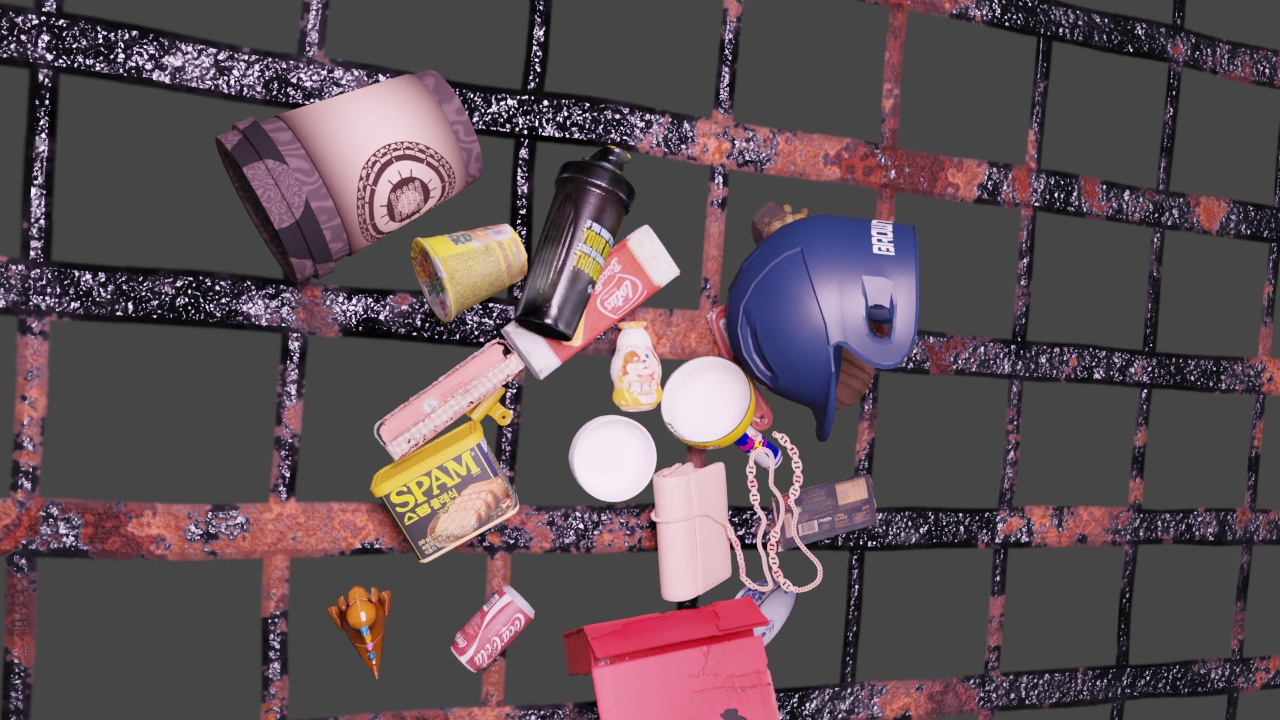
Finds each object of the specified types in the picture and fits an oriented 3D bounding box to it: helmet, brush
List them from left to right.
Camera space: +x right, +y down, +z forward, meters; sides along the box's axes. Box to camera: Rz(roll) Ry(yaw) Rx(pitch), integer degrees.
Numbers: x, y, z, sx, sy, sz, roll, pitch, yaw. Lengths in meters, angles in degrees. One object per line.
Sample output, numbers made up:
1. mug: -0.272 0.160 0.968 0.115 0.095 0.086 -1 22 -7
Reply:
1. brush: 0.128 0.010 1.187 0.041 0.030 0.172 -24 99 -17
2. helmet: 0.213 -0.038 1.101 0.223 0.231 0.272 0 106 15

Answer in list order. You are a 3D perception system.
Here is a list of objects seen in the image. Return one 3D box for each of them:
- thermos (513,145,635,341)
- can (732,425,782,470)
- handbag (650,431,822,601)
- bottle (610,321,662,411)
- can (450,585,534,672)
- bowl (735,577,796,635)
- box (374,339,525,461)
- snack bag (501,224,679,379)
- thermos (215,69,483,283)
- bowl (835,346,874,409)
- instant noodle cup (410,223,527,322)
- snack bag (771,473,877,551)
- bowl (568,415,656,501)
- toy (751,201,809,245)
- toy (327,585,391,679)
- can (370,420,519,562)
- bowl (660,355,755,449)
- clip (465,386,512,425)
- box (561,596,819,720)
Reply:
1. thermos: -0.076 -0.135 1.057 0.098 0.098 0.220 23 78 -19
2. can: 0.143 0.105 1.197 0.095 0.032 0.032 39 80 -17
3. handbag: 0.106 0.194 1.105 0.116 0.188 0.199 -10 97 -59
4. bottle: -0.007 0.007 1.124 0.063 0.063 0.109 -6 94 -19
5. can: -0.175 0.318 1.088 0.096 0.054 0.054 -45 106 -12
6. bowl: 0.149 0.325 1.193 0.114 0.045 0.114 -30 136 -34
7. box: -0.218 0.042 1.051 0.186 0.078 0.054 -38 144 -15
8. snack bag: -0.057 -0.072 1.115 0.225 0.041 0.077 -38 102 -12
9. thermos: -0.296 -0.202 0.964 0.225 0.173 0.173 -31 102 -22
10. bowl: 0.271 0.009 1.236 0.119 0.032 0.119 -1 93 -19
11. instant noodle cup: -0.191 -0.107 1.041 0.108 0.102 0.102 -25 101 -26
12. snack bag: 0.251 0.205 1.247 0.155 0.018 0.074 -11 97 -19
13. bowl: -0.038 0.117 1.124 0.104 0.054 0.105 -2 95 -20
14. toy: 0.192 -0.173 1.186 0.100 0.063 0.076 -20 80 -23
15. toy: -0.304 0.303 1.018 0.070 0.090 0.103 -13 76 -18
16. can: -0.219 0.149 1.044 0.135 0.075 0.104 -29 104 -5
17. bowl: 0.090 0.059 1.146 0.117 0.117 0.067 -56 150 -9
18. clip: -0.175 0.057 1.087 0.048 0.045 0.054 37 78 8
19. box: 0.064 0.342 0.987 0.211 0.410 0.107 -4 95 -20
